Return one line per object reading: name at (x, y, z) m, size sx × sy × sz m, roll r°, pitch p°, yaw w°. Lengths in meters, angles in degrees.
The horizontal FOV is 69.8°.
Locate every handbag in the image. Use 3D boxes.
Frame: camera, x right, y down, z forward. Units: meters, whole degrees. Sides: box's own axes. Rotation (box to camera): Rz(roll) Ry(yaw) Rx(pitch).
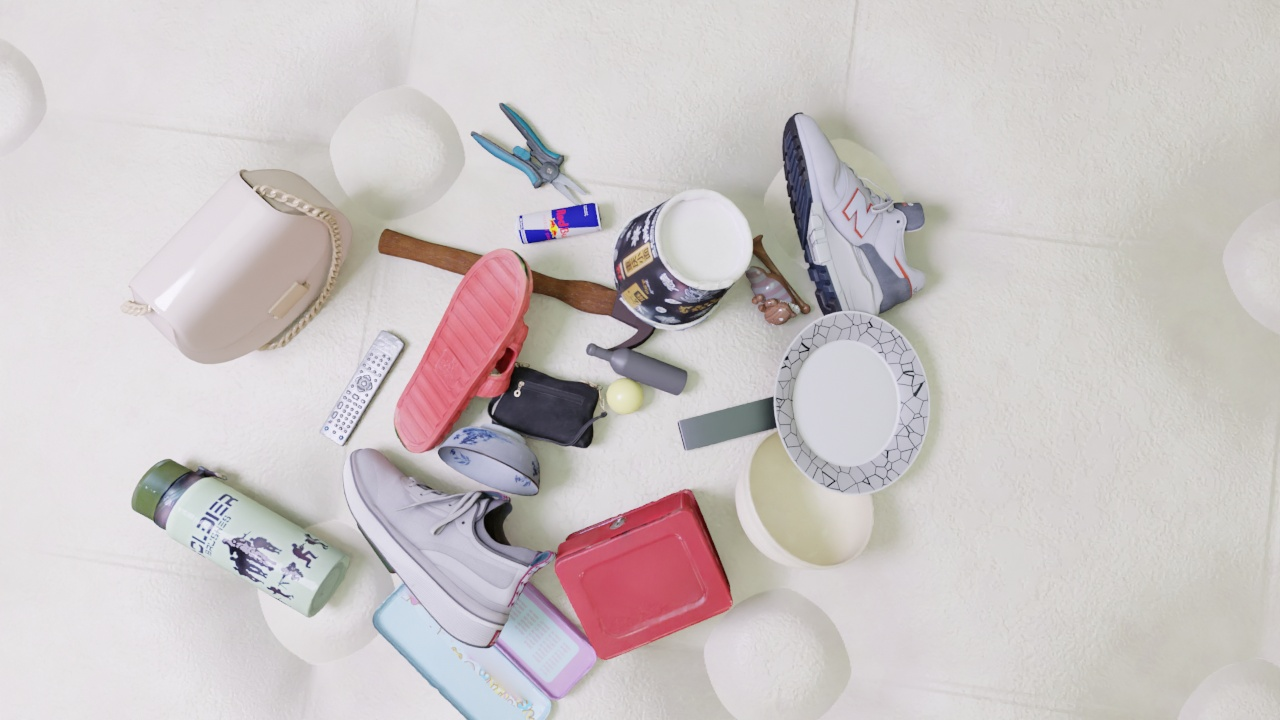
handbag at (-0.100, 0.049, 0.994) m, size 0.128 × 0.054 × 0.079 m, roll 14°, pitch 82°, yaw 6°
handbag at (-0.404, -0.098, 0.940) m, size 0.103 × 0.208 × 0.210 m, roll 43°, pitch 87°, yaw 6°

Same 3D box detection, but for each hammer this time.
hammer at (-0.134, -0.089, 1.017) m, size 0.323 × 0.033 × 0.115 m, roll 16°, pitch 85°, yaw 4°

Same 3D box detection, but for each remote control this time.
remote control at (-0.309, 0.030, 1.023) m, size 0.033 × 0.013 × 0.136 m, roll 31°, pitch 88°, yaw 4°
remote control at (0.117, 0.064, 1.001) m, size 0.150 × 0.013 × 0.034 m, roll -15°, pitch 85°, yaw 2°

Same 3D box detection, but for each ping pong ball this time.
ping pong ball at (-0.017, 0.039, 0.996) m, size 0.040 × 0.040 × 0.040 m, roll 0°, pitch 86°, yaw 3°

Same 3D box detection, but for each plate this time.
plate at (0.217, 0.044, 0.950) m, size 0.188 × 0.016 × 0.188 m, roll 2°, pitch 86°, yaw -21°

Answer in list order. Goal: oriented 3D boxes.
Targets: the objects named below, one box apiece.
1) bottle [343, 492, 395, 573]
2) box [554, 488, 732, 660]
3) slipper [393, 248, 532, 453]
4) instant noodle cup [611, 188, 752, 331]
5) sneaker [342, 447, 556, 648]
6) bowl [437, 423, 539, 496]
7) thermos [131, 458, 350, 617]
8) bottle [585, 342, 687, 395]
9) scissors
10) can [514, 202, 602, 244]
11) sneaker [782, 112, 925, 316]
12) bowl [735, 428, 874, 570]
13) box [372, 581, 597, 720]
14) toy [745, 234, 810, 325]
bottle at (-0.293, 0.186, 1.005) m, size 0.025 × 0.025 × 0.106 m, roll -37°, pitch 85°, yaw -1°
box at (0.005, 0.220, 0.950) m, size 0.157 × 0.110 × 0.134 m, roll -24°, pitch 90°, yaw 1°
slipper at (-0.179, -0.003, 0.984) m, size 0.103 × 0.059 × 0.249 m, roll 44°, pitch 109°, yaw 32°
instant noodle cup at (0.047, -0.111, 0.949) m, size 0.137 × 0.112 × 0.137 m, roll 3°, pitch 79°, yaw -17°
sneaker at (-0.204, 0.163, 0.948) m, size 0.128 × 0.097 × 0.263 m, roll -45°, pitch 66°, yaw -6°
bowl at (-0.152, 0.099, 0.972) m, size 0.114 × 0.114 × 0.045 m, roll 20°, pitch 66°, yaw 4°
thermos at (-0.431, 0.184, 0.988) m, size 0.231 × 0.082 × 0.082 m, roll 28°, pitch 87°, yaw 5°
bottle at (-0.006, 0.006, 0.982) m, size 0.113 × 0.030 × 0.030 m, roll 21°, pitch 87°, yaw -19°
scissors at (-0.127, -0.229, 1.031) m, size 0.148 × 0.019 × 0.123 m, roll 2°, pitch 82°, yaw -3°
can at (-0.091, -0.152, 1.017) m, size 0.095 × 0.032 × 0.032 m, roll -10°, pitch 85°, yaw 2°
sneaker at (0.235, -0.155, 0.983) m, size 0.124 × 0.089 × 0.240 m, roll -13°, pitch 94°, yaw -3°
bowl at (0.158, 0.151, 0.950) m, size 0.150 × 0.076 × 0.150 m, roll 12°, pitch 59°, yaw -21°
box at (-0.168, 0.298, 0.988) m, size 0.214 × 0.035 × 0.150 m, roll 43°, pitch 81°, yaw 5°
toy at (0.140, -0.081, 0.998) m, size 0.054 × 0.042 × 0.102 m, roll -41°, pitch 93°, yaw -23°
